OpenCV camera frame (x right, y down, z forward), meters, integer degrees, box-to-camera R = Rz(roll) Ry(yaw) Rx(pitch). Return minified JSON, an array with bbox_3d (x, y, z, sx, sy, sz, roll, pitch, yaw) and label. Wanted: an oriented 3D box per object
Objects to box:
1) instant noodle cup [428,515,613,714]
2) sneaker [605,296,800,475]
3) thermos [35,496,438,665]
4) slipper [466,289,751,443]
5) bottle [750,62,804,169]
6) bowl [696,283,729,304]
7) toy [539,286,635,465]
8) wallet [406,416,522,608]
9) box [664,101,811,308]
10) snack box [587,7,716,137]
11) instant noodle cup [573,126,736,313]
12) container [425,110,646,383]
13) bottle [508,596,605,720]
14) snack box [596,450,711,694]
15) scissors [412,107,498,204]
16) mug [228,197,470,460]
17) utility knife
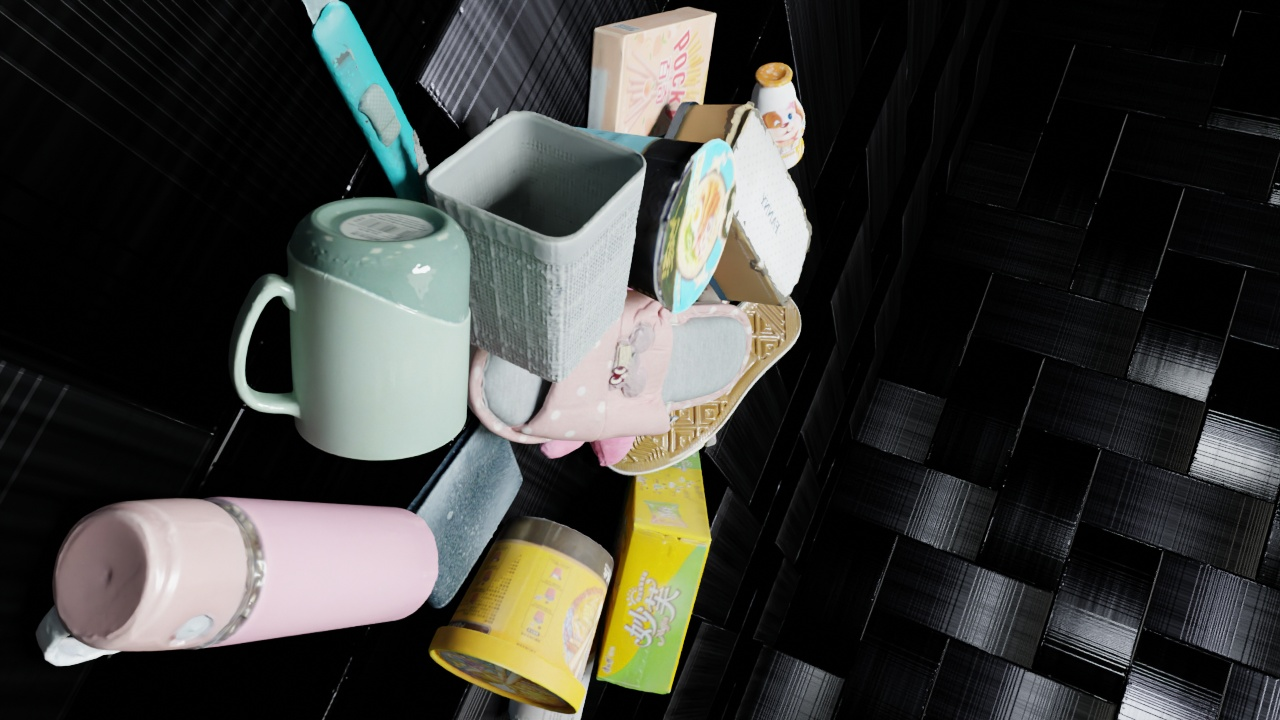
[{"bbox_3d":[-0.083,0.189,0.694,0.119,0.118,0.114,77,29,-55],"label":"instant noodle cup"},{"bbox_3d":[0.050,0.022,0.874,0.240,0.118,0.088,-41,-177,-17],"label":"sneaker"},{"bbox_3d":[-0.183,0.107,0.442,0.087,0.067,0.198,-42,161,8],"label":"thermos"},{"bbox_3d":[-0.004,0.004,0.652,0.273,0.054,0.114,-4,111,-46],"label":"slipper"},{"bbox_3d":[0.133,-0.242,0.916,0.063,0.063,0.108,-58,156,-30],"label":"bottle"},{"bbox_3d":[0.061,-0.107,0.842,0.113,0.062,0.113,13,89,-79],"label":"bowl"},{"bbox_3d":[-0.014,0.004,0.747,0.178,0.075,0.195,-21,131,-55],"label":"toy"},{"bbox_3d":[-0.124,0.101,0.640,0.120,0.019,0.097,-58,155,-34],"label":"wallet"},{"bbox_3d":[0.073,-0.120,0.711,0.184,0.064,0.089,50,56,-48],"label":"box"},{"bbox_3d":[0.010,-0.212,0.687,0.156,0.026,0.085,-41,144,-52],"label":"snack box"},{"bbox_3d":[-0.014,-0.100,0.592,0.111,0.120,0.111,-48,149,-43],"label":"instant noodle cup"},{"bbox_3d":[-0.056,-0.059,0.513,0.090,0.090,0.114,-51,157,-38],"label":"container"},{"bbox_3d":[-0.072,0.251,0.827,0.067,0.068,0.190,-22,128,-63],"label":"bottle"},{"bbox_3d":[0.011,0.185,0.870,0.209,0.070,0.158,-89,-169,-74],"label":"snack box"},{"bbox_3d":[-0.110,-0.055,0.523,0.181,0.014,0.159,-64,163,-2],"label":"scissors"},{"bbox_3d":[-0.136,-0.016,0.435,0.111,0.082,0.106,-10,123,-30],"label":"mug"},{"bbox_3d":[-0.128,-0.123,0.435,0.029,0.013,0.196,-59,157,-23],"label":"utility knife"}]
